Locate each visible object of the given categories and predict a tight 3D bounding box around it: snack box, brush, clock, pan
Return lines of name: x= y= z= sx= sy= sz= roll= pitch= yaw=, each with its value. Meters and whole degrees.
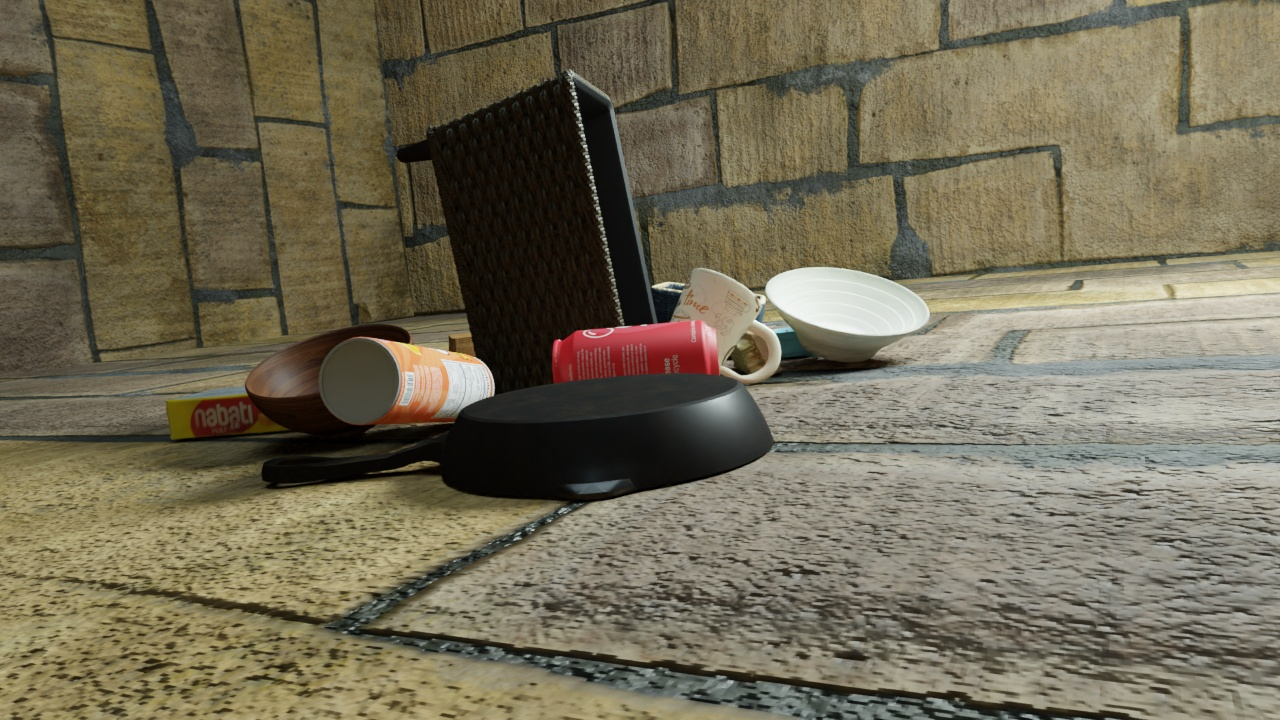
snack box: x=-0.361 y=0.046 z=0.930 sx=0.201 sy=0.042 sz=0.092 roll=-5 pitch=6 yaw=4
brush: x=0.119 y=-0.011 z=0.999 sx=0.039 sy=0.049 sz=0.117 roll=-28 pitch=8 yaw=-1
clock: x=0.203 y=-0.027 z=1.099 sx=0.123 sy=0.042 sz=0.087 roll=-4 pitch=6 yaw=31
pan: x=-0.089 y=0.049 z=0.638 sx=0.356 sy=0.043 sz=0.248 roll=-5 pitch=6 yaw=3

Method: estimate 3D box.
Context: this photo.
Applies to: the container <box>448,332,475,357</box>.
container: x=-0.210 y=-0.002 z=1.147 sx=0.063 sy=0.061 sz=0.114 roll=-7 pitch=6 yaw=-14

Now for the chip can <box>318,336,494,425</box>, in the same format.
chip can: x=-0.181 y=0.020 z=0.747 sx=0.062 sy=0.062 sz=0.210 roll=-5 pitch=-4 yaw=9

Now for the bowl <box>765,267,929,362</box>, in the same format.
bowl: x=0.222 y=-0.043 z=1.012 sx=0.176 sy=0.058 sz=0.176 roll=4 pitch=28 yaw=-2

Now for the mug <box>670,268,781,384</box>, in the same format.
mug: x=0.082 y=-0.020 z=0.917 sx=0.122 sy=0.097 sz=0.081 roll=28 pitch=-11 yaw=5

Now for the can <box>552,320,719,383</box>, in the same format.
can: x=-0.002 y=0.006 z=0.814 sx=0.142 sy=0.074 sz=0.074 roll=-5 pitch=6 yaw=5

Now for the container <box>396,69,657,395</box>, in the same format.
container: x=-0.115 y=-0.116 z=0.995 sx=0.205 sy=0.321 sz=0.176 roll=-11 pitch=5 yaw=13

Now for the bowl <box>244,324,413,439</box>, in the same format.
bowl: x=-0.269 y=0.029 z=0.826 sx=0.147 sy=0.069 sz=0.147 roll=-9 pitch=25 yaw=4

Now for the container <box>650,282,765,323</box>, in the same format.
container: x=0.089 y=-0.057 z=1.223 sx=0.145 sy=0.071 sz=0.187 roll=9 pitch=8 yaw=8
